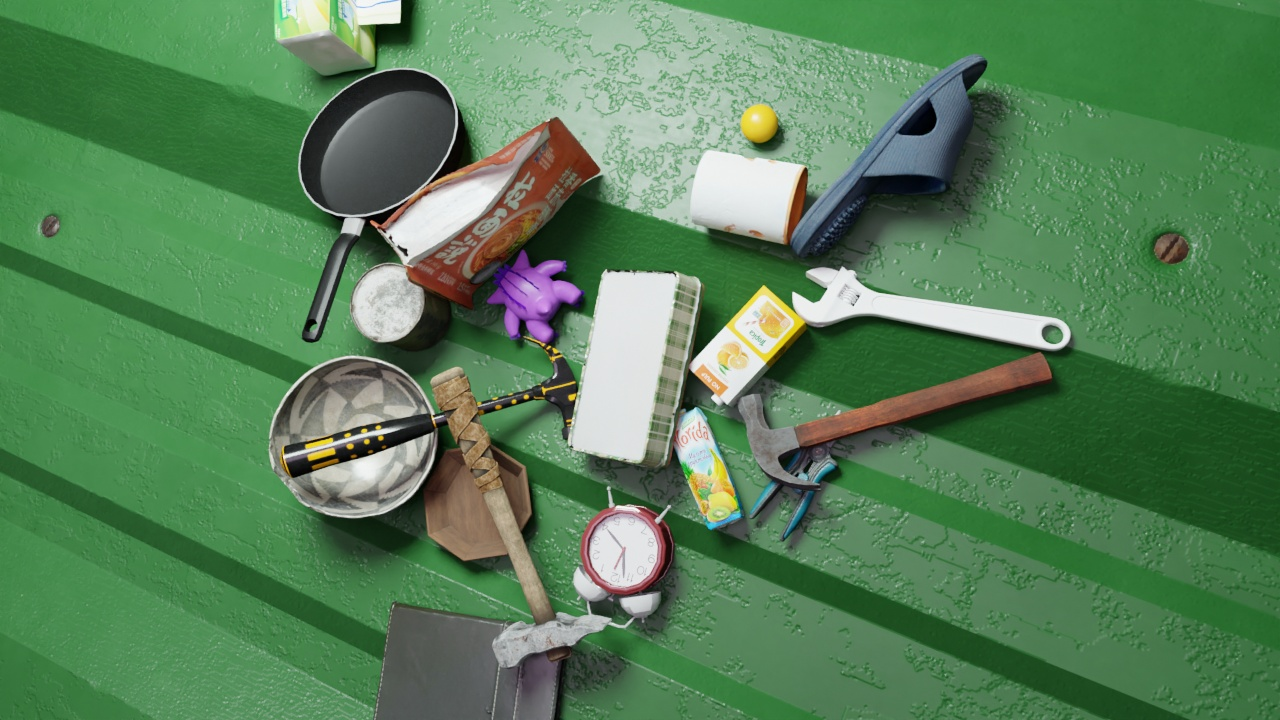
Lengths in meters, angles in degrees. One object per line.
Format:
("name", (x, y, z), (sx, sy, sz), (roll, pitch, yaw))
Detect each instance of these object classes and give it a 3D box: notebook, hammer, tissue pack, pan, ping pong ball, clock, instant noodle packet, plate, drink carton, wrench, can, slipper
("notebook", (-0.188, 0.361, 0.997), (0.209, 0.029, 0.169), (5, 82, 17))
("hammer", (-0.224, 0.063, 0.988), (0.320, 0.036, 0.123), (-15, 85, -10))
("hammer", (-0.141, 0.159, 0.948), (0.122, 0.048, 0.318), (-24, 86, 17))
("tissue pack", (-0.348, -0.460, 1.103), (0.141, 0.120, 0.197), (-5, 88, 15))
("hammer", (0.256, 0.050, 0.918), (0.301, 0.028, 0.111), (-17, 67, 7))
("pan", (-0.314, -0.178, 1.047), (0.204, 0.044, 0.355), (5, 69, 19))
("ping pong ball", (0.129, -0.256, 0.991), (0.040, 0.040, 0.040), (-2, 82, 14))
("clock", (-0.016, 0.209, 0.962), (0.096, 0.048, 0.137), (15, 85, 15))
("instant noodle packet", (-0.152, -0.166, 0.986), (0.221, 0.164, 0.084), (-38, 74, 6))
("plate", (-0.178, 0.157, 1.021), (0.131, 0.025, 0.131), (-2, 82, 14))
("drink carton", (0.110, -0.011, 0.964), (0.058, 0.040, 0.122), (44, 94, 15))
("wrench", (0.291, -0.048, 0.933), (0.273, 0.018, 0.066), (11, 76, 13))
("can", (-0.272, -0.059, 1.048), (0.090, 0.074, 0.090), (-2, 82, 12))
("slipper", (0.265, -0.189, 0.920), (0.264, 0.101, 0.082), (-46, 74, 8))
("drink carton", (0.067, 0.111, 0.959), (0.044, 0.038, 0.129), (-24, 77, 10))

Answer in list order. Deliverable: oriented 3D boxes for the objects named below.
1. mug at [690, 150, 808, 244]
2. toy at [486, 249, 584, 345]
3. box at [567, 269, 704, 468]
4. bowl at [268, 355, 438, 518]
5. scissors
("mug", (0.115, -0.172, 0.963), (0.105, 0.082, 0.082), (14, 86, 16))
("toy", (-0.122, -0.072, 1.021), (0.088, 0.056, 0.106), (37, 96, 16))
("box", (-0.006, 0.006, 0.969), (0.118, 0.050, 0.205), (5, 81, 42))
("bowl", (-0.313, 0.088, 1.030), (0.178, 0.081, 0.178), (1, 84, -5))
("scissors", (0.170, 0.121, 0.943), (0.126, 0.019, 0.144), (-9, 75, 13))
